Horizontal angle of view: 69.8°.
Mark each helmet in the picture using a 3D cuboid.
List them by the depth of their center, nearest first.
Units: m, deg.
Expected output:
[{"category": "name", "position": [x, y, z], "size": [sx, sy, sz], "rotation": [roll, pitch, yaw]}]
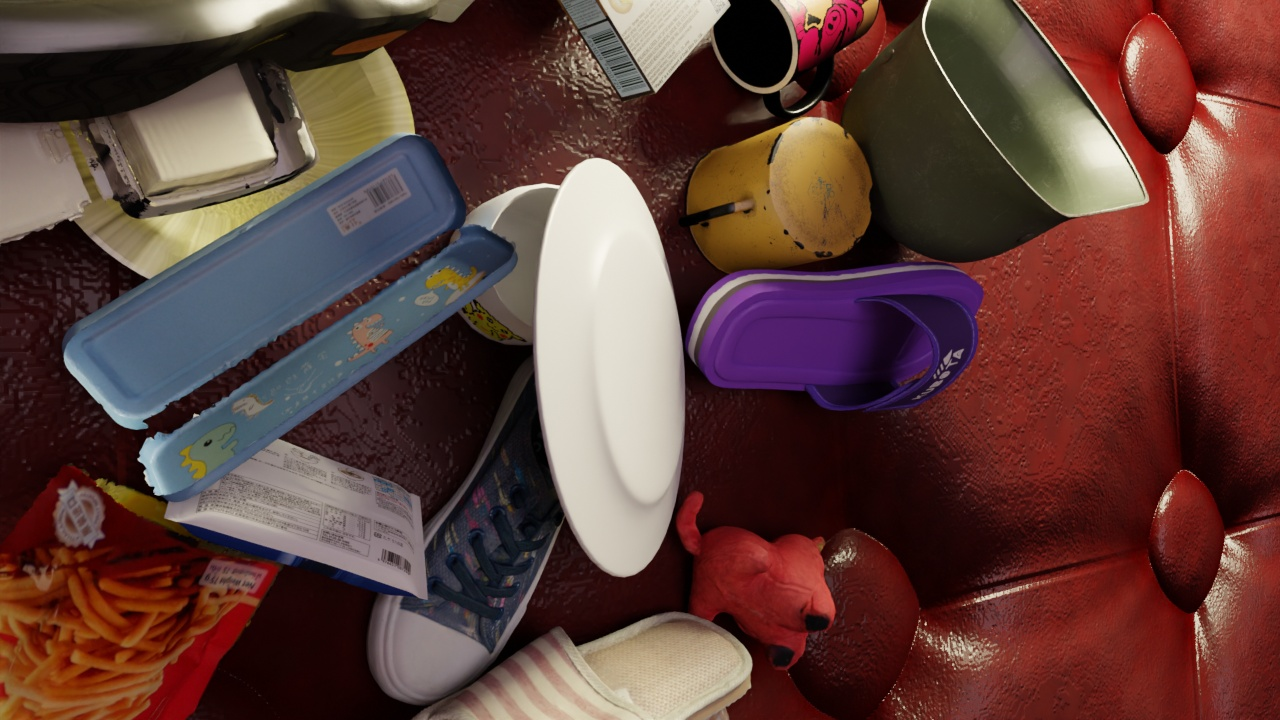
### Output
[{"category": "helmet", "position": [0.239, -0.164, 0.690], "size": [0.227, 0.154, 0.267], "rotation": [52, 34, -1]}]

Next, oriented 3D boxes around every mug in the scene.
[{"category": "mug", "position": [-0.060, -0.050, 0.565], "size": [0.115, 0.068, 0.094], "rotation": [43, 67, -22]}, {"category": "mug", "position": [0.090, -0.111, 0.645], "size": [0.123, 0.094, 0.100], "rotation": [-17, 96, -31]}, {"category": "mug", "position": [0.116, -0.241, 0.685], "size": [0.098, 0.082, 0.118], "rotation": [-38, 134, -27]}]

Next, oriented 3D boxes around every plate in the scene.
[{"category": "plate", "position": [-0.216, -0.121, 0.491], "size": [0.184, 0.036, 0.184], "rotation": [2, 86, -31]}, {"category": "plate", "position": [-0.003, 0.003, 0.540], "size": [0.242, 0.016, 0.242], "rotation": [-4, 90, -71]}]

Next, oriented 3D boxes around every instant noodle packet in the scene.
[{"category": "instant noodle packet", "position": [-0.174, 0.077, 0.484], "size": [0.134, 0.087, 0.026], "rotation": [27, 109, -28]}]

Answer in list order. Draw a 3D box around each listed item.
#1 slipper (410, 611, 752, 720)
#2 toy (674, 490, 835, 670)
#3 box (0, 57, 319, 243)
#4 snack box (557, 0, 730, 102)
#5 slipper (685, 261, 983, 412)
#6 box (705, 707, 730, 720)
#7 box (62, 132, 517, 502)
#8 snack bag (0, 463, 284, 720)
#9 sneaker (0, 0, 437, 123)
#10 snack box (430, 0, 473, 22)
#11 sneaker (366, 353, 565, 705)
[{"category": "slipper", "position": [-0.026, 0.195, 0.525], "size": [0.262, 0.115, 0.052], "rotation": [-9, 115, -48]}, {"category": "toy", "position": [0.075, 0.142, 0.654], "size": [0.133, 0.088, 0.093], "rotation": [42, 33, -3]}, {"category": "box", "position": [-0.259, -0.130, 0.417], "size": [0.187, 0.058, 0.144], "rotation": [-25, 99, -33]}, {"category": "snack box", "position": [-0.024, -0.268, 0.563], "size": [0.186, 0.032, 0.100], "rotation": [53, 58, -30]}, {"category": "slipper", "position": [0.164, -0.006, 0.661], "size": [0.266, 0.084, 0.107], "rotation": [-2, 127, -33]}, {"category": "box", "position": [-0.021, 0.255, 0.573], "size": [0.186, 0.057, 0.071], "rotation": [-31, 86, -35]}, {"category": "box", "position": [-0.168, -0.029, 0.451], "size": [0.208, 0.085, 0.073], "rotation": [-38, 135, -17]}, {"category": "snack bag", "position": [-0.281, 0.164, 0.440], "size": [0.139, 0.067, 0.207], "rotation": [38, 78, -30]}, {"category": "sneaker", "position": [-0.198, -0.188, 0.373], "size": [0.237, 0.101, 0.143], "rotation": [-35, 110, -45]}, {"category": "snack box", "position": [-0.148, -0.326, 0.529], "size": [0.109, 0.062, 0.230], "rotation": [0, 87, -33]}, {"category": "sneaker", "position": [-0.073, 0.095, 0.543], "size": [0.087, 0.079, 0.235], "rotation": [36, 70, -25]}]
